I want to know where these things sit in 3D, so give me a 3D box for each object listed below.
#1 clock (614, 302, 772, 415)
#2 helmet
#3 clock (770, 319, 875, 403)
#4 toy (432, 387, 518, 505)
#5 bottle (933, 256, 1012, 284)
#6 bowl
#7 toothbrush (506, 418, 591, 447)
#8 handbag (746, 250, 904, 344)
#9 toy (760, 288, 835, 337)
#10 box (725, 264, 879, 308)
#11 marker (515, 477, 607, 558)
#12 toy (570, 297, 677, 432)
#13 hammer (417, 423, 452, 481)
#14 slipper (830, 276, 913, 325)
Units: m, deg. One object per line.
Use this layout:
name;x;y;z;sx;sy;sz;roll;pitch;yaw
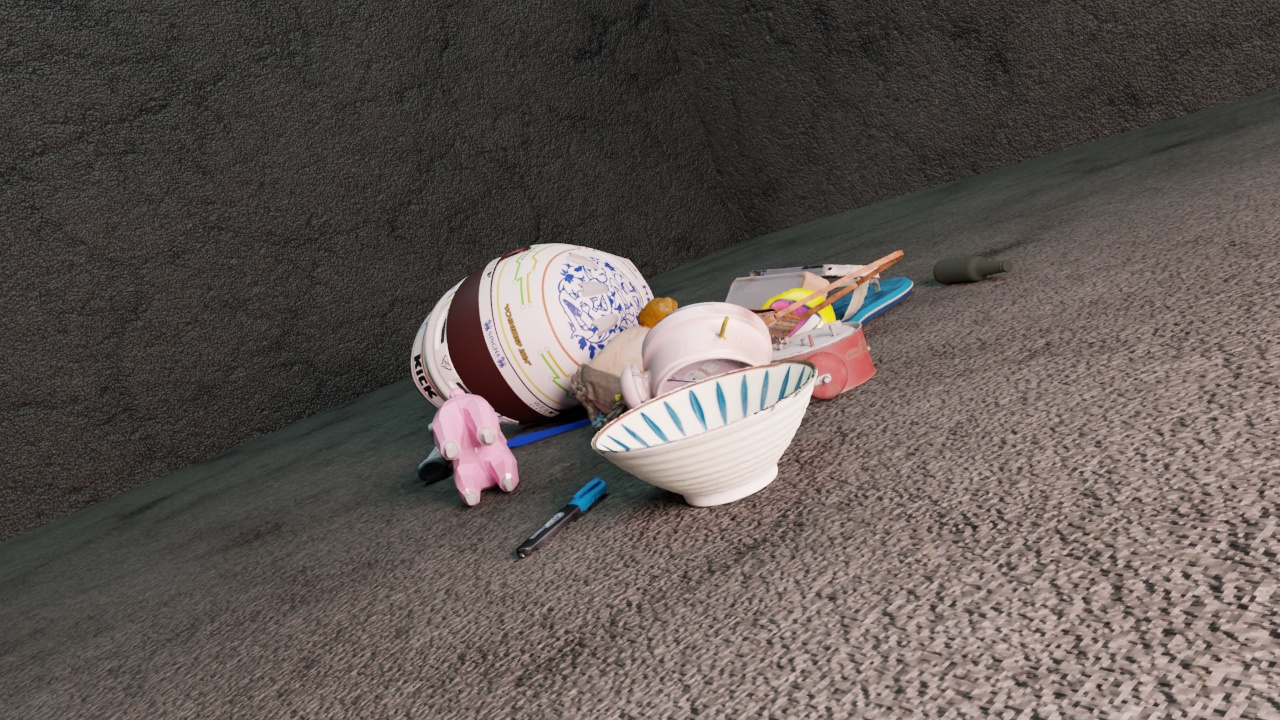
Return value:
clock;0.048;0.018;0.823;0.158;0.116;0.058;-36;40;29
helmet;-0.122;-0.039;1.220;0.237;0.231;0.313;-22;-1;42
clock;0.159;0.003;0.884;0.110;0.062;0.156;-14;10;31
toy;-0.175;0.087;0.971;0.067;0.123;0.157;-21;24;-7
bottle;0.419;-0.115;1.153;0.033;0.033;0.123;-22;9;-17
bowl;0.058;0.063;0.693;0.177;0.071;0.177;-19;9;3
toothbrush;-0.129;0.094;1.144;0.187;0.016;0.011;-16;7;10
handbag;0.171;-0.064;0.922;0.196;0.043;0.093;-31;-12;21
toy;0.168;-0.032;0.998;0.096;0.094;0.041;-40;-20;16
box;0.192;-0.076;1.137;0.121;0.094;0.217;-66;17;-5
marker;-0.063;0.127;0.753;0.018;0.015;0.122;-13;12;33
toy;-0.006;0.006;1.052;0.133;0.076;0.175;25;80;45
hammer;-0.252;0.108;1.273;0.140;0.036;0.326;-21;8;1
slipper;0.251;-0.070;1.165;0.118;0.060;0.293;-18;8;40
